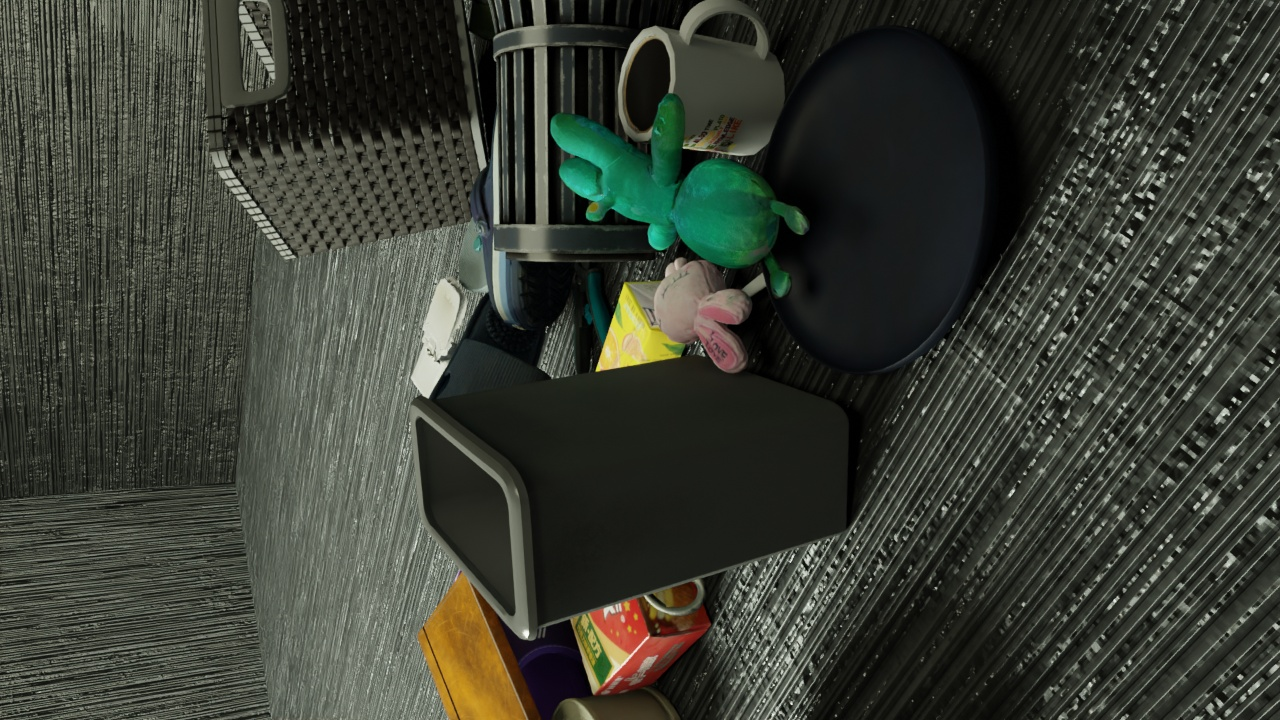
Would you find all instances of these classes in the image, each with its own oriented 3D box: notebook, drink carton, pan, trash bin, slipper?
[{"bbox_3d":[-0.131,0.332,0.820,0.249,0.014,0.179,61,139,22],"label":"notebook"},{"bbox_3d":[-0.004,0.004,0.750,0.058,0.042,0.135,63,146,38],"label":"drink carton"},{"bbox_3d":[0.099,-0.065,0.606,0.358,0.021,0.198,-38,59,58],"label":"pan"},{"bbox_3d":[-0.012,0.069,0.589,0.192,0.219,0.098,22,117,58],"label":"trash bin"},{"bbox_3d":[-0.047,-0.194,0.722,0.164,0.164,0.227,15,107,59],"label":"trash bin"},{"bbox_3d":[-0.110,-0.179,0.943,0.098,0.054,0.269,51,122,43],"label":"slipper"},{"bbox_3d":[-0.132,0.008,0.863,0.083,0.101,0.262,-51,22,39],"label":"slipper"},{"bbox_3d":[-0.112,-0.155,0.847,0.095,0.105,0.253,9,97,38],"label":"slipper"},{"bbox_3d":[-0.086,0.293,0.845,0.084,0.107,0.266,-51,55,50],"label":"slipper"}]

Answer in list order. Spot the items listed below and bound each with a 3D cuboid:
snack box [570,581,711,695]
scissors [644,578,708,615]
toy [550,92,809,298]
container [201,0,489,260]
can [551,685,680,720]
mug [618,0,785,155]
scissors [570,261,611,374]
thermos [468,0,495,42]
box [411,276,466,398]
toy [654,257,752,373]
[{"bbox_3d":[-0.029,0.150,0.787,0.113,0.060,0.236,-57,44,41],"label":"snack box"},{"bbox_3d":[-0.005,0.133,0.706,0.162,0.012,0.158,-44,56,3],"label":"scissors"},{"bbox_3d":[0.022,-0.103,0.597,0.193,0.072,0.131,25,151,20],"label":"toy"},{"bbox_3d":[-0.299,-0.277,0.990,0.246,0.243,0.247,102,158,-73],"label":"container"},{"bbox_3d":[-0.017,0.339,0.758,0.128,0.073,0.128,2,92,60],"label":"can"},{"bbox_3d":[0.046,-0.194,0.623,0.105,0.089,0.073,-61,41,40],"label":"mug"},{"bbox_3d":[-0.049,-0.043,0.859,0.156,0.019,0.125,54,134,47],"label":"scissors"},{"bbox_3d":[-0.126,-0.440,0.926,0.082,0.082,0.232,46,129,50],"label":"thermos"},{"bbox_3d":[-0.193,-0.020,1.012,0.108,0.128,0.137,31,103,56],"label":"box"},{"bbox_3d":[0.042,-0.036,0.649,0.110,0.047,0.064,37,127,51],"label":"toy"}]
